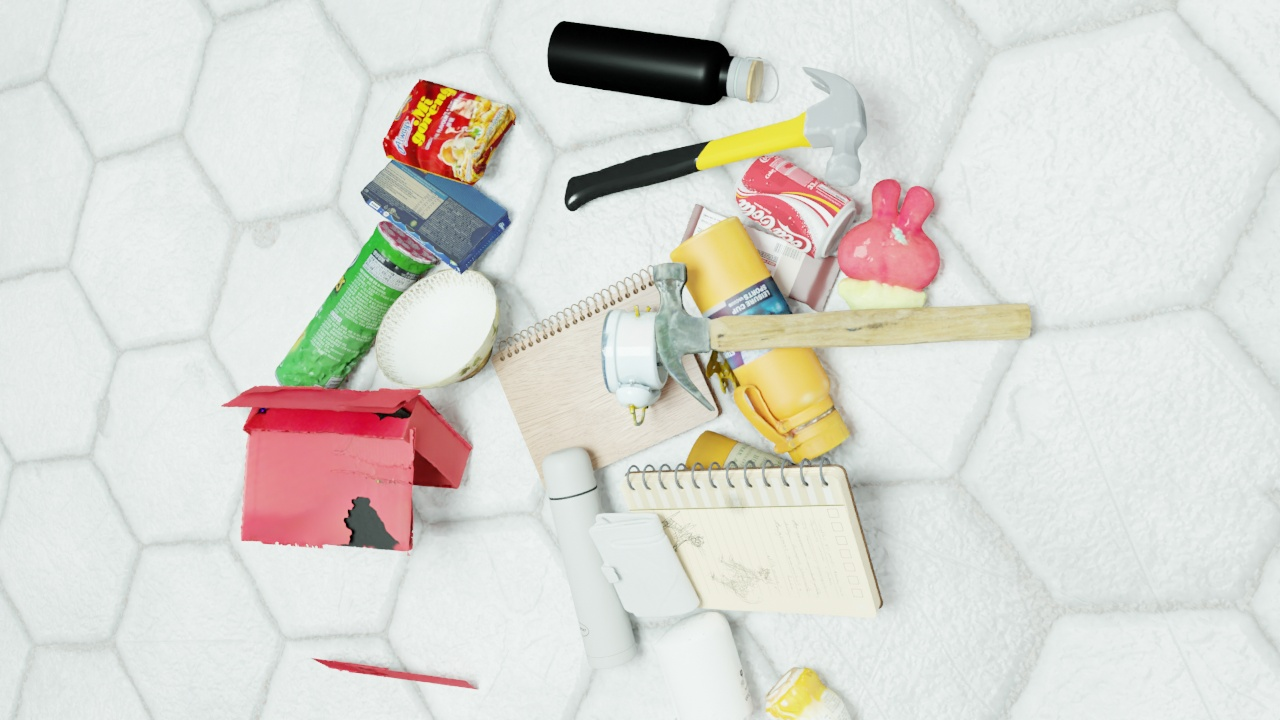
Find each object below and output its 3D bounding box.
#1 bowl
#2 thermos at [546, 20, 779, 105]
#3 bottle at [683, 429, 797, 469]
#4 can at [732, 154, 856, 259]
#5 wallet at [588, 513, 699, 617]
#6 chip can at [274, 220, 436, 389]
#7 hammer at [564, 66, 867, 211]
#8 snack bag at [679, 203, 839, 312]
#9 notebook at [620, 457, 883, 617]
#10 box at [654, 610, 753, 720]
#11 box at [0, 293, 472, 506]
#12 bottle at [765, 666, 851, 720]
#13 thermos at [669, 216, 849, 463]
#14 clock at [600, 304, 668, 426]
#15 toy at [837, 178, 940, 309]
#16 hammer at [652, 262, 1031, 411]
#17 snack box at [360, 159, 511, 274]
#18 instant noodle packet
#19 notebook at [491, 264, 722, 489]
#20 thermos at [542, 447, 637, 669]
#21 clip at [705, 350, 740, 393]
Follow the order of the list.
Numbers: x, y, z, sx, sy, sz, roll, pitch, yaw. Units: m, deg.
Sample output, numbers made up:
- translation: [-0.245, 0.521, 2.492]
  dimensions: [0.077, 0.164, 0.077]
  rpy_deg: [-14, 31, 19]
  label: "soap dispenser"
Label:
- translation: [-0.204, -0.022, 0.980]
  dimensions: [0.145, 0.063, 0.145]
  rpy_deg: [-11, 57, 17]
  label: "bowl"
- translation: [0.024, -0.288, 0.901]
  dimensions: [0.231, 0.061, 0.061]
  rpy_deg: [15, 97, 19]
  label: "thermos"
- translation: [0.122, 0.125, 0.880]
  dimensions: [0.157, 0.067, 0.068]
  rpy_deg: [21, 99, 18]
  label: "bottle"
- translation: [0.143, -0.146, 0.861]
  dimensions: [0.105, 0.064, 0.064]
  rpy_deg: [36, 103, 17]
  label: "can"
- translation: [0.001, 0.202, 0.898]
  dimensions: [0.086, 0.032, 0.116]
  rpy_deg: [-14, 111, 33]
  label: "wallet"
- translation: [-0.323, -0.049, 1.032]
  dimensions: [0.075, 0.075, 0.223]
  rpy_deg: [44, 106, 13]
  label: "chip can"
- translation: [0.058, -0.193, 0.869]
  dimensions: [0.324, 0.029, 0.126]
  rpy_deg: [-6, 61, 35]
  label: "hammer"
- translation: [0.115, -0.101, 0.901]
  dimensions: [0.158, 0.013, 0.057]
  rpy_deg: [23, 100, 17]
  label: "snack bag"
- translation: [0.097, 0.167, 0.858]
  dimensions: [0.226, 0.024, 0.167]
  rpy_deg: [-6, 114, 32]
  label: "notebook"
- translation: [0.038, 0.332, 0.915]
  dimensions: [0.143, 0.083, 0.137]
  rpy_deg: [-20, 86, 14]
  label: "box"
- translation: [-0.365, 0.061, 0.824]
  dimensions: [0.216, 0.510, 0.141]
  rpy_deg: [2, 77, 19]
  label: "box"
- translation: [0.172, 0.347, 0.873]
  dimensions: [0.109, 0.063, 0.063]
  rpy_deg: [44, 105, 13]
  label: "bottle"
- translation: [0.108, -0.013, 0.865]
  dimensions: [0.091, 0.076, 0.232]
  rpy_deg: [-29, 89, -4]
  label: "thermos"
- translation: [-0.005, 0.005, 0.891]
  dimensions: [0.057, 0.083, 0.117]
  rpy_deg: [0, 93, 13]
  label: "clock"
- translation: [0.228, -0.098, 0.842]
  dimensions: [0.092, 0.045, 0.135]
  rpy_deg: [8, 100, 10]
  label: "toy"
- translation: [0.178, -0.026, 0.812]
  dimensions: [0.330, 0.033, 0.132]
  rpy_deg: [-2, 86, -1]
  label: "hammer"
- translation: [-0.222, -0.166, 0.996]
  dimensions: [0.150, 0.027, 0.082]
  rpy_deg: [37, 73, 16]
  label: "snack box"
- translation: [-0.205, -0.246, 0.984]
  dimensions: [0.135, 0.040, 0.098]
  rpy_deg: [21, 76, 19]
  label: "instant noodle packet"
- translation: [-0.041, 0.020, 0.960]
  dimensions: [0.211, 0.022, 0.169]
  rpy_deg: [-25, 85, 19]
  label: "notebook"
- translation: [-0.054, 0.200, 0.943]
  dimensions: [0.052, 0.052, 0.224]
  rpy_deg: [-12, 94, 20]
  label: "thermos"
- translation: [0.087, 0.009, 0.904]
  dimensions: [0.049, 0.053, 0.044]
  rpy_deg: [40, 123, -11]
  label: "clip"
